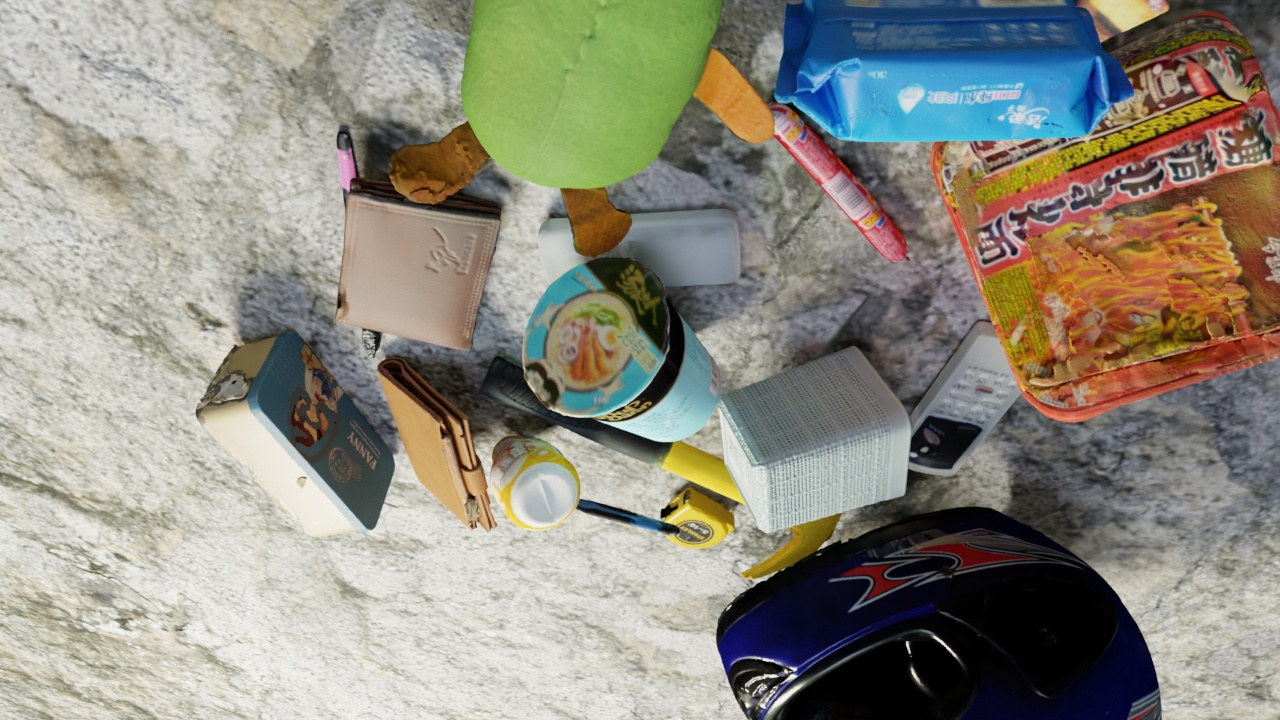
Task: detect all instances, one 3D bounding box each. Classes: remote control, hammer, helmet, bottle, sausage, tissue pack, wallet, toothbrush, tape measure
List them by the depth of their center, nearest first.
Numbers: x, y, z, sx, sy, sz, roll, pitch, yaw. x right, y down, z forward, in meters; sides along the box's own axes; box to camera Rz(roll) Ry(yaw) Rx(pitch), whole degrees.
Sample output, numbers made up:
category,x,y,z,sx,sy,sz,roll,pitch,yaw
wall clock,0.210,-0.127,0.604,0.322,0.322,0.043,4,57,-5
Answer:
category,x,y,z,sx,sy,sz,roll,pitch,yaw
tissue pack,0.144,-0.147,0.444,0.157,0.094,0.052,2,139,7
sausage,0.125,-0.111,0.575,0.020,0.020,0.156,-32,122,31
remote control,0.000,-0.074,0.622,0.136,0.020,0.056,-2,134,8
wallet,-0.155,-0.063,0.634,0.101,0.032,0.125,9,131,-15
toothbrush,-0.199,-0.074,0.648,0.014,0.017,0.190,1,133,-6
remote control,0.246,0.034,0.695,0.058,0.021,0.150,14,132,-7
helmet,0.241,0.264,0.710,0.315,0.240,0.248,-10,139,-19
hammer,0.018,0.072,0.720,0.300,0.128,0.033,24,169,-4
bottle,-0.090,0.092,0.732,0.063,0.108,0.063,-5,104,-21
wallet,-0.162,0.070,0.737,0.108,0.031,0.132,33,146,36
toothbrush,-0.032,0.124,0.756,0.190,0.014,0.016,5,145,48
tape measure,0.048,0.140,0.813,0.060,0.028,0.057,31,128,-22

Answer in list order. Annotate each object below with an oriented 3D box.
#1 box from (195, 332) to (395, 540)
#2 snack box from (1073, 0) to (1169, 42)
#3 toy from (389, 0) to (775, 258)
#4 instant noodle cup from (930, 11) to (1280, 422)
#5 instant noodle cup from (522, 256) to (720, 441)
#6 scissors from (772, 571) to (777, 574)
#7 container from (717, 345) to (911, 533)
category,x,y,z,sx,sy,sz,roll,pitch,yaw
box,-0.269,0.068,0.743,0.062,0.089,0.184,-14,133,17
snack box,0.190,-0.192,0.482,0.141,0.033,0.087,-21,127,27
toy,-0.030,-0.167,0.492,0.227,0.089,0.247,22,128,-15
instant noodle cup,0.273,-0.074,0.518,0.165,0.079,0.189,-21,93,25
instant noodle cup,-0.004,0.004,0.630,0.111,0.111,0.120,-18,153,22
scissors,0.208,0.258,0.911,0.221,0.021,0.234,-21,128,24
container,0.122,0.060,0.662,0.111,0.090,0.090,-18,132,-8
